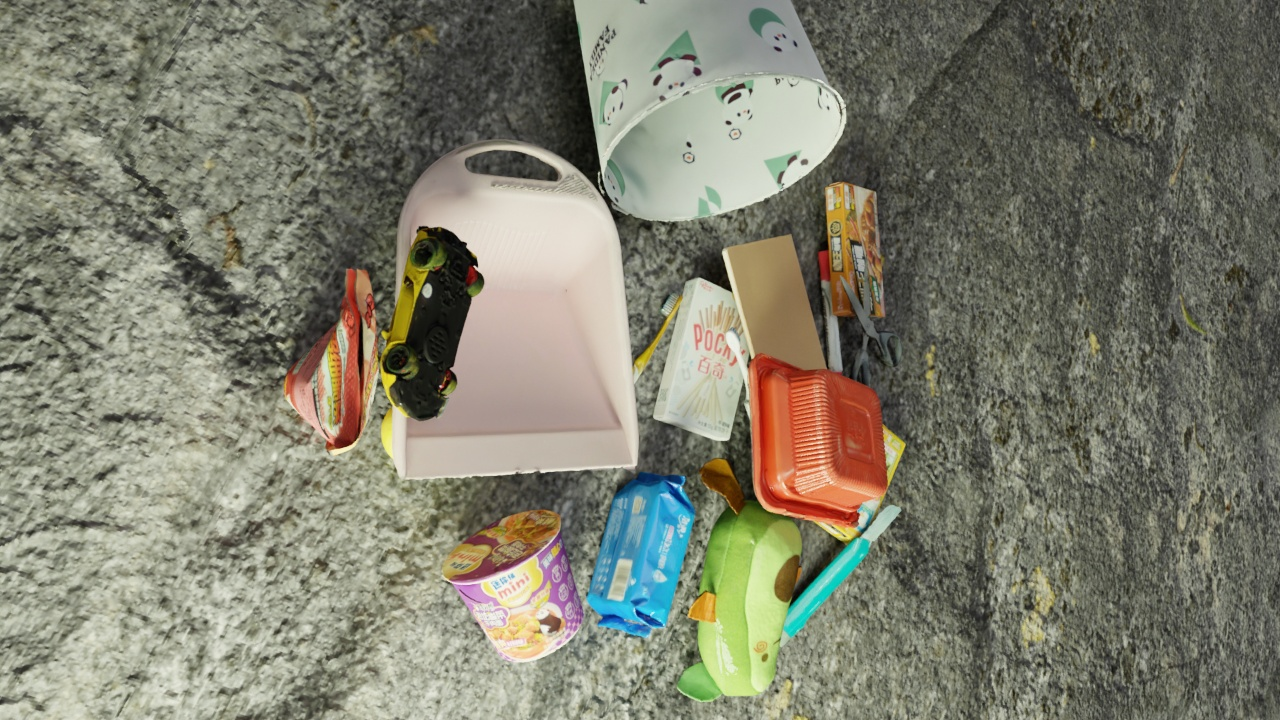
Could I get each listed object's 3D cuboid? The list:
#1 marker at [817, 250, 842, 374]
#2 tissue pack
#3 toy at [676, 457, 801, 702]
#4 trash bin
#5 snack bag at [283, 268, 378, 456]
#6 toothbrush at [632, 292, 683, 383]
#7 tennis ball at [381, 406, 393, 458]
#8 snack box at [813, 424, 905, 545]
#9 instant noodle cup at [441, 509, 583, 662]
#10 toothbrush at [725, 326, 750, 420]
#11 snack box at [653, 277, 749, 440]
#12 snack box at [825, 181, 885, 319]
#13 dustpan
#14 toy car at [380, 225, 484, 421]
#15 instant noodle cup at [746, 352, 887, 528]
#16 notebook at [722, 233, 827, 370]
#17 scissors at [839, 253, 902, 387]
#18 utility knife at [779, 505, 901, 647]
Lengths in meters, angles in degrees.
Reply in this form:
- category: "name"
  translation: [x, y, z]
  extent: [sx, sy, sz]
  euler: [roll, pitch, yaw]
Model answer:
- category: "marker"
  translation: [0.221, -0.055, 1.066]
  extent: [0.017, 0.017, 0.145]
  euler: [-3, 86, -29]
- category: "tissue pack"
  translation: [0.003, 0.182, 0.880]
  extent: [0.052, 0.095, 0.157]
  euler: [23, 72, -26]
- category: "toy"
  translation: [0.110, 0.223, 0.927]
  extent: [0.226, 0.090, 0.246]
  euler: [7, 88, -50]
- category: "trash bin"
  translation: [0.046, -0.297, 0.863]
  extent: [0.229, 0.230, 0.251]
  euler: [-3, 69, -29]
- category: "snack bag"
  translation: [-0.231, 0.012, 0.704]
  extent: [0.073, 0.208, 0.128]
  euler: [7, 80, -23]
- category: "toothbrush"
  translation: [-0.006, 0.005, 0.937]
  extent: [0.018, 0.016, 0.191]
  euler: [35, 69, -10]
- category: "tennis ball"
  translation: [-0.192, 0.062, 0.800]
  extent: [0.065, 0.066, 0.065]
  euler: [3, 83, -28]
- category: "snack box"
  translation: [0.243, 0.131, 1.051]
  extent: [0.087, 0.034, 0.140]
  euler: [36, 71, -21]
- category: "instant noodle cup"
  translation: [-0.105, 0.203, 0.815]
  extent: [0.111, 0.112, 0.099]
  euler: [-29, 106, -28]
- category: "toothbrush"
  translation: [0.131, 0.066, 0.979]
  extent: [0.221, 0.027, 0.026]
  euler: [68, 26, -17]
- category: "snack box"
  translation: [0.071, -0.001, 0.973]
  extent: [0.084, 0.027, 0.156]
  euler: [21, 76, -26]
- category: "snack box"
  translation: [0.251, -0.127, 1.074]
  extent: [0.075, 0.026, 0.153]
  euler: [2, 84, -44]
- category: "dustpan"
  translation: [-0.107, -0.045, 0.788]
  extent: [0.222, 0.139, 0.273]
  euler: [-2, 58, -30]
- category: "toy car"
  translation: [-0.166, -0.030, 0.714]
  extent: [0.071, 0.041, 0.155]
  euler: [38, 59, -61]
- category: "instant noodle cup"
  translation: [0.191, 0.082, 0.943]
  extent: [0.188, 0.079, 0.164]
  euler: [19, 62, -44]
- category: "notebook"
  translation: [0.156, -0.031, 1.004]
  extent: [0.147, 0.008, 0.207]
  euler: [-20, 95, -51]
- category: "scissors"
  translation: [0.262, -0.034, 1.057]
  extent: [0.174, 0.014, 0.159]
  euler: [13, 94, -43]
- category: "utility knife"
  translation: [0.218, 0.234, 1.014]
  extent: [0.205, 0.013, 0.029]
  euler: [-44, 102, -10]
